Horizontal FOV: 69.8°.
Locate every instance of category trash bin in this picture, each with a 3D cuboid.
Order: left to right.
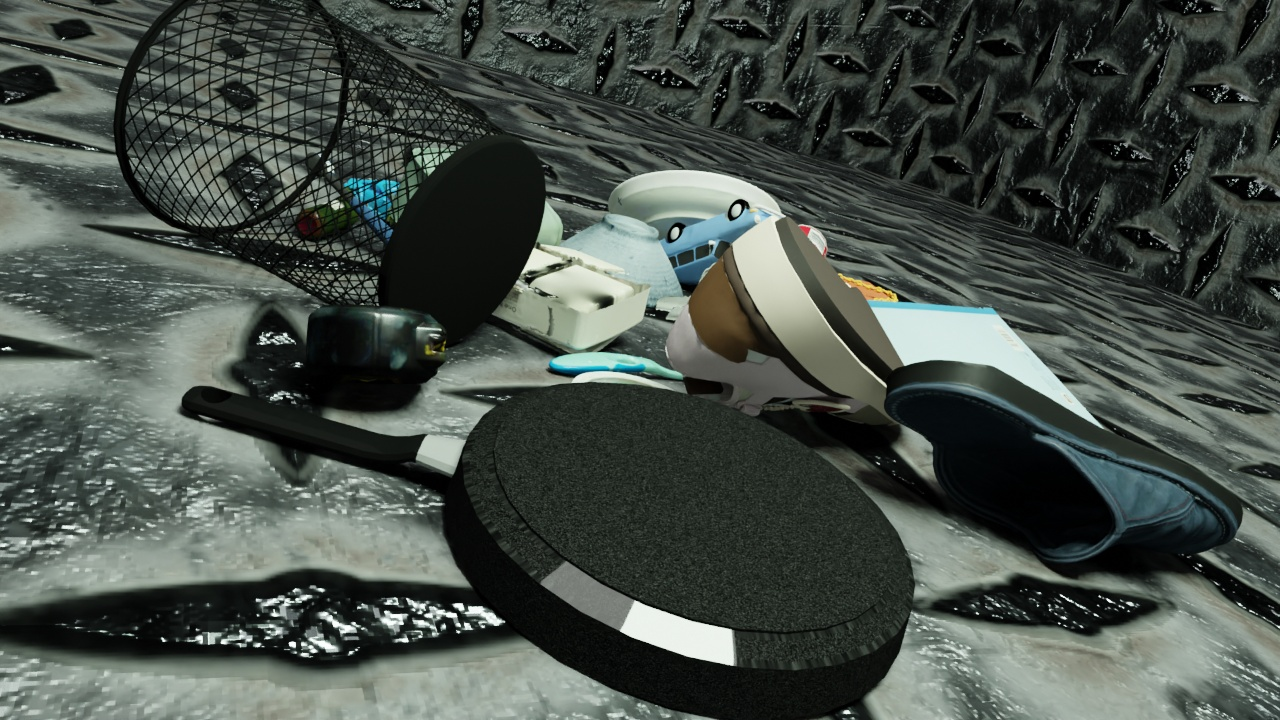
[{"bbox_3d":[-0.187,-0.119,0.594,0.210,0.184,0.183,31,23,18],"label":"trash bin"}]

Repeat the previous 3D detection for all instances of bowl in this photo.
[{"bbox_3d":[-0.016,-0.102,0.862,0.137,0.057,0.137,16,19,-6],"label":"bowl"}]

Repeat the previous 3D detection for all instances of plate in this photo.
[{"bbox_3d":[0.055,-0.141,0.963,0.182,0.034,0.182,6,-16,2],"label":"plate"}]

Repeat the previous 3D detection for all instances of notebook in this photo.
[{"bbox_3d":[0.310,0.012,0.824,0.252,0.009,0.181,0,46,-41],"label":"notebook"}]

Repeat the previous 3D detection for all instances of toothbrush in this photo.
[{"bbox_3d":[-0.218,-0.116,0.732,0.168,0.014,0.014,43,16,21],"label":"toothbrush"},{"bbox_3d":[-0.004,0.004,0.646,0.135,0.017,0.022,4,27,-35],"label":"toothbrush"}]

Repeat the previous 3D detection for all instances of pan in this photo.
[{"bbox_3d":[-0.041,0.056,0.437,0.356,0.034,0.225,16,24,-3],"label":"pan"}]

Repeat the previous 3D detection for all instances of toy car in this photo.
[{"bbox_3d":[-0.222,-0.142,0.830,0.105,0.032,0.048,29,22,26],"label":"toy car"},{"bbox_3d":[0.077,-0.111,0.891,0.056,0.054,0.154,20,-21,-37],"label":"toy car"}]

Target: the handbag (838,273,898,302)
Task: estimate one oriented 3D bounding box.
[{"bbox_3d":[0.213,-0.046,0.918,0.108,0.060,0.171,8,21,-16],"label":"handbag"}]

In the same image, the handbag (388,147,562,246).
[{"bbox_3d":[-0.142,-0.123,0.787,0.106,0.067,0.121,47,30,20],"label":"handbag"}]

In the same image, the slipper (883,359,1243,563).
[{"bbox_3d":[0.262,0.089,0.580,0.265,0.083,0.109,25,-22,-20],"label":"slipper"}]

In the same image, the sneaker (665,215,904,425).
[{"bbox_3d":[0.109,0.006,0.638,0.293,0.117,0.111,22,40,-61],"label":"sneaker"}]

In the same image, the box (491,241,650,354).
[{"bbox_3d":[-0.053,-0.062,0.721,0.143,0.044,0.183,25,28,25],"label":"box"}]

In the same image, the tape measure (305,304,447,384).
[{"bbox_3d":[-0.141,-0.007,0.492,0.072,0.042,0.071,6,-3,-20],"label":"tape measure"}]

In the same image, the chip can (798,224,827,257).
[{"bbox_3d":[0.134,-0.066,0.840,0.052,0.052,0.214,21,31,7],"label":"chip can"}]

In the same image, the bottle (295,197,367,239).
[{"bbox_3d":[-0.248,-0.120,0.754,0.025,0.025,0.106,19,19,2],"label":"bottle"}]

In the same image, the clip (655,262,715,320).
[{"bbox_3d":[0.072,-0.053,0.819,0.101,0.060,0.052,6,41,-30],"label":"clip"}]

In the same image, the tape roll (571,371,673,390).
[{"bbox_3d":[-0.001,0.033,0.575,0.093,0.013,0.093,16,20,-6],"label":"tape roll"}]
